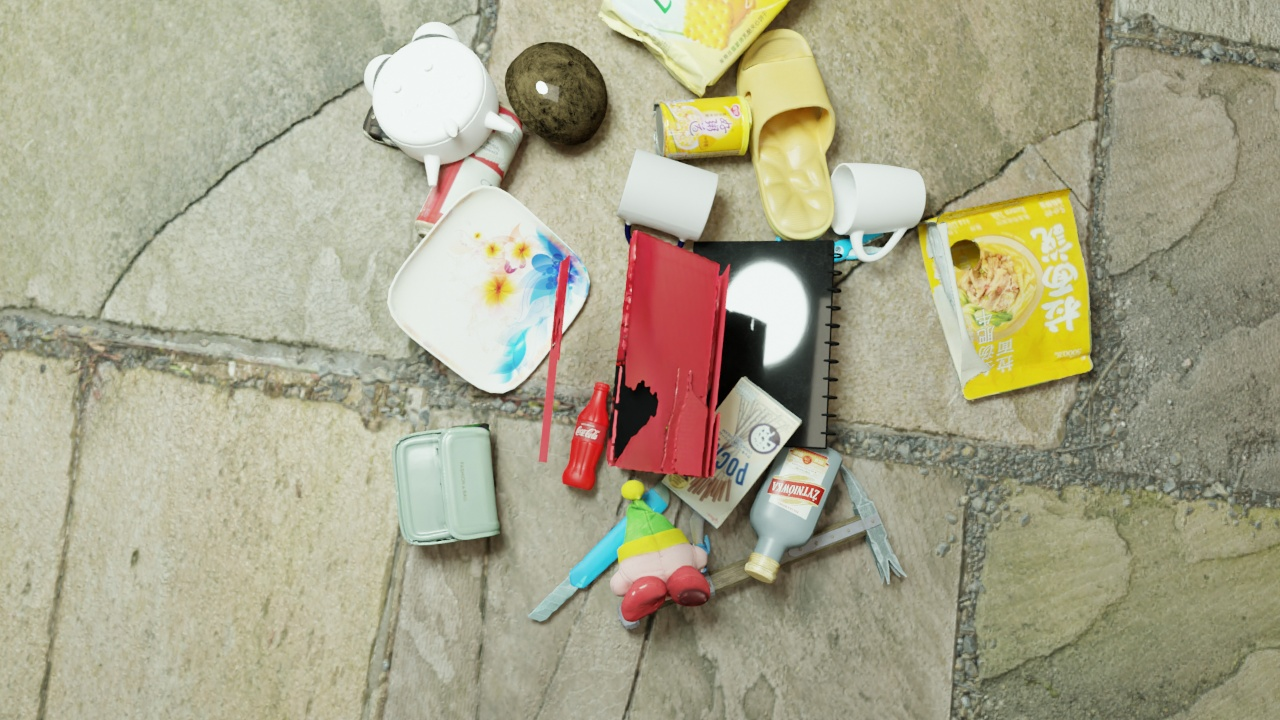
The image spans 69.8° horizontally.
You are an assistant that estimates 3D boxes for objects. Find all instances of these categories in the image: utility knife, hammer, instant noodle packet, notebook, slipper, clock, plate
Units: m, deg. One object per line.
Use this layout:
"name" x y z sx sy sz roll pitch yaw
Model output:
"utility knife" -0.043 0.213 1.015 0.209 0.015 0.031 -42 88 -12
"hammer" 0.122 0.227 1.024 0.316 0.028 0.147 -19 78 -8
"instant noodle packet" 0.432 -0.077 1.071 0.163 0.084 0.221 -14 92 -5
"notebook" 0.137 -0.020 1.030 0.169 0.019 0.231 2 83 16
"slipper" 0.172 -0.268 1.061 0.099 0.078 0.263 -7 82 -3
"clock" -0.221 -0.281 0.973 0.125 0.073 0.161 -34 72 2
"plate" -0.163 -0.076 1.002 0.187 0.016 0.187 41 81 -26

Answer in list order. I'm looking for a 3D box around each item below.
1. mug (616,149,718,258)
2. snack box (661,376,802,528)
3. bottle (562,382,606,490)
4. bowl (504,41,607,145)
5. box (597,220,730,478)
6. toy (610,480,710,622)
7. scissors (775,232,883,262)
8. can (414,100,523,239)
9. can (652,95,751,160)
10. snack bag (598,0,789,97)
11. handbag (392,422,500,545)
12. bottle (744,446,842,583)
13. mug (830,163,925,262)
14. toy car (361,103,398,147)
"mug" 0.025 -0.171 1.041 0.097 0.078 0.112 17 110 -4
"snack box" 0.099 0.100 1.003 0.082 0.026 0.150 38 101 12
"bottle" -0.056 0.083 1.018 0.036 0.036 0.119 15 82 -4
"bowl" -0.084 -0.308 1.023 0.121 0.056 0.121 14 63 -29
"box" 0.033 0.006 0.898 0.124 0.315 0.211 6 83 4
"toy" 0.021 0.199 0.982 0.124 0.131 0.097 -13 129 -9
"scissors" 0.226 -0.139 1.085 0.141 0.014 0.090 -22 84 -5
"can" -0.189 -0.205 1.022 0.067 0.067 0.170 23 81 -3
"can" 0.070 -0.267 1.055 0.105 0.068 0.067 -6 84 -6
"snack bag" 0.086 -0.436 1.076 0.159 0.068 0.247 42 81 1
"handbag" -0.208 0.132 0.982 0.106 0.067 0.121 -7 84 -8
"bottle" 0.161 0.164 1.008 0.072 0.046 0.161 24 70 10
"mug" 0.274 -0.170 1.059 0.087 0.081 0.114 -2 85 -13
"toy car" -0.261 -0.261 1.038 0.113 0.040 0.048 18 81 15
